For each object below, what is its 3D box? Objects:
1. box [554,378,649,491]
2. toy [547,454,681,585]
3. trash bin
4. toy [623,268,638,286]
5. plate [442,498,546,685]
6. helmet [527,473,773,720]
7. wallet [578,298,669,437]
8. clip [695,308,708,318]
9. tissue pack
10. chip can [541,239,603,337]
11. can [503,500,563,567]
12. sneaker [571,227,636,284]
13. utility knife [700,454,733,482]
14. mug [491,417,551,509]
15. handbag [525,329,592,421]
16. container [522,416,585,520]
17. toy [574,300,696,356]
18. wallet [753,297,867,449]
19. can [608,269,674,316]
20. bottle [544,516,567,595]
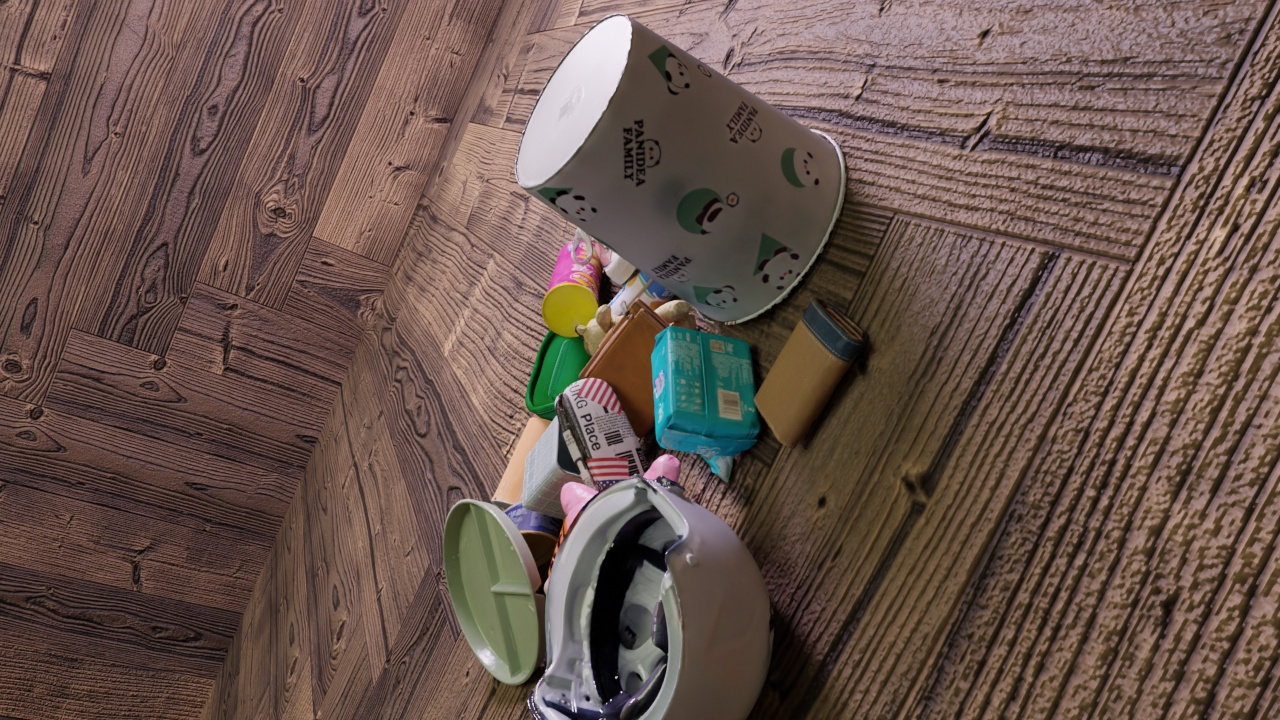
[{"bbox_3d":[-0.036,0.093,0.996,0.082,0.075,0.163,-35,67,32],"label":"box"},{"bbox_3d":[-0.020,0.197,0.913,0.195,0.074,0.178,-22,71,32],"label":"toy"},{"bbox_3d":[0.032,-0.189,0.901,0.230,0.251,0.229,-36,39,37],"label":"trash bin"},{"bbox_3d":[0.014,-0.125,1.171,0.092,0.030,0.096,-33,35,43],"label":"toy"},{"bbox_3d":[-0.177,0.278,1.115,0.230,0.027,0.230,18,113,50],"label":"plate"},{"bbox_3d":[0.020,0.219,0.756,0.229,0.146,0.259,-66,19,1],"label":"helmet"},{"bbox_3d":[-0.006,0.006,1.021,0.131,0.119,0.035,-51,-10,33],"label":"wallet"},{"bbox_3d":[0.067,-0.066,1.025,0.038,0.026,0.058,-51,30,16],"label":"clip"},{"bbox_3d":[0.061,0.027,0.883,0.050,0.093,0.133,116,160,-47],"label":"tissue pack"},{"bbox_3d":[-0.088,-0.102,1.238,0.071,0.071,0.210,-58,12,20],"label":"chip can"},{"bbox_3d":[-0.150,0.225,1.162,0.149,0.074,0.049,-42,33,45],"label":"can"},{"bbox_3d":[-0.038,-0.165,1.181,0.118,0.088,0.241,-50,17,5],"label":"sneaker"},{"bbox_3d":[0.059,0.081,0.938,0.029,0.013,0.157,-63,26,8],"label":"utility knife"},{"bbox_3d":[-0.138,0.142,1.211,0.078,0.078,0.122,-14,52,59],"label":"mug"},{"bbox_3d":[-0.093,0.019,1.218,0.120,0.068,0.131,-10,62,60],"label":"handbag"},{"bbox_3d":[-0.084,0.130,1.093,0.112,0.090,0.090,-47,32,42],"label":"container"},{"bbox_3d":[-0.005,-0.036,1.066,0.158,0.105,0.066,-11,46,41],"label":"toy"},{"bbox_3d":[0.146,0.010,0.805,0.115,0.033,0.090,-60,24,18],"label":"wallet"},{"bbox_3d":[0.000,-0.074,1.125,0.135,0.053,0.053,-46,33,38],"label":"can"},{"bbox_3d":[-0.072,0.226,1.032,0.150,0.066,0.066,-63,25,27],"label":"bottle"}]
